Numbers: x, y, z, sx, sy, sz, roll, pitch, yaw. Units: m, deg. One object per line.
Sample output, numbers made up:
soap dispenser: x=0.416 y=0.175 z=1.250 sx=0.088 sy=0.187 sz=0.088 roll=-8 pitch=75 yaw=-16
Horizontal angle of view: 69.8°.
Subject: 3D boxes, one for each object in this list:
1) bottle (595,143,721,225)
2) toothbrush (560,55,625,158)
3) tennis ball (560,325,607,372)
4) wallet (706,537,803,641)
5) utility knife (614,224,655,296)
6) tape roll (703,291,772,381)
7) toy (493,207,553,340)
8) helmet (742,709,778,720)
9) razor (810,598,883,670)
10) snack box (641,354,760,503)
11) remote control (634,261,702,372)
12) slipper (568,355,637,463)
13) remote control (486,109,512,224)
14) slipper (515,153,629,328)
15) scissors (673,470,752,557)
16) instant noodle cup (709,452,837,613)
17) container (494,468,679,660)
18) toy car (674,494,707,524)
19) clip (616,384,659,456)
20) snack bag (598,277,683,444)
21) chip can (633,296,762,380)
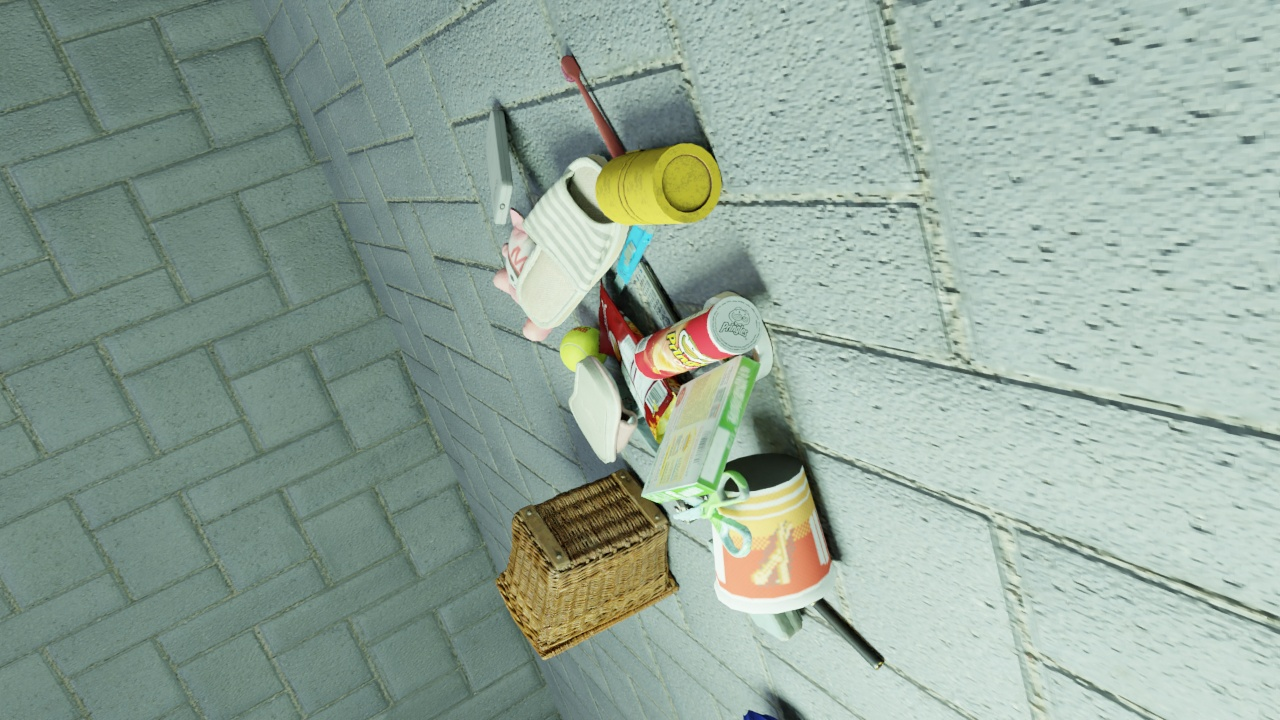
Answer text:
bottle: x=0.006 y=-0.165 z=0.874 sx=0.164 sy=0.071 sz=0.071 roll=15 pitch=128 yaw=63
toothbrush: x=-0.036 y=-0.236 z=0.961 sx=0.190 sy=0.016 sz=0.016 roll=61 pitch=164 yaw=6
tennis ball: x=-0.076 y=-0.014 z=1.245 sx=0.065 sy=0.065 sz=0.065 roll=50 pitch=155 yaw=33
wallet: x=0.137 y=0.260 z=1.084 sx=0.131 sy=0.054 sz=0.100 roll=64 pitch=168 yaw=-7
utility knife: x=-0.011 y=-0.117 z=1.044 sx=0.031 sy=0.015 sz=0.186 roll=63 pitch=161 yaw=14
tape roll: x=0.094 y=-0.022 z=0.901 sx=0.094 sy=0.018 sz=0.094 roll=49 pitch=155 yaw=33
toy: x=-0.140 y=-0.116 z=1.253 sx=0.142 sy=0.084 sz=0.214 roll=58 pitch=160 yaw=12
helmet: x=0.157 y=0.590 z=1.176 sx=0.241 sy=0.227 sz=0.148 roll=48 pitch=164 yaw=36
razor: x=0.206 y=0.281 z=0.991 sx=0.042 sy=0.022 sz=0.144 roll=25 pitch=-173 yaw=-45
snack box: x=0.057 y=0.073 z=0.913 sx=0.027 sy=0.131 sz=0.168 roll=24 pitch=163 yaw=-11
remote control: x=0.031 y=-0.048 z=1.025 sx=0.136 sy=0.013 sz=0.033 roll=59 pitch=159 yaw=12
slipper: x=-0.047 y=0.062 z=1.204 sx=0.114 sy=0.054 sz=0.275 roll=57 pitch=165 yaw=14
remote control: x=-0.184 y=-0.258 z=1.204 sx=0.074 sy=0.019 sz=0.150 roll=115 pitch=150 yaw=-53
slipper: x=-0.091 y=-0.127 z=1.077 sx=0.114 sy=0.053 sz=0.274 roll=46 pitch=140 yaw=10
scissors: x=0.065 y=0.136 z=0.896 sx=0.175 sy=0.032 sz=0.093 roll=5 pitch=101 yaw=64
instant noodle cup: x=0.125 y=0.167 z=0.922 sx=0.123 sy=0.123 sz=0.121 roll=18 pitch=123 yaw=62
container: x=-0.077 y=0.290 z=1.376 sx=0.162 sy=0.249 sz=0.184 roll=48 pitch=146 yaw=36
toy car: x=0.062 y=0.165 z=1.158 sx=0.037 sy=0.040 sz=0.092 roll=32 pitch=146 yaw=49
clip: x=0.007 y=0.069 z=1.204 sx=0.163 sy=0.028 sz=0.115 roll=25 pitch=135 yaw=58
snack bag: x=-0.007 y=0.006 z=1.111 sx=0.208 sy=0.066 sz=0.139 roll=51 pitch=161 yaw=36
chip can: x=0.050 y=-0.017 z=0.910 sx=0.052 sy=0.051 sz=0.215 roll=64 pitch=160 yaw=-1
